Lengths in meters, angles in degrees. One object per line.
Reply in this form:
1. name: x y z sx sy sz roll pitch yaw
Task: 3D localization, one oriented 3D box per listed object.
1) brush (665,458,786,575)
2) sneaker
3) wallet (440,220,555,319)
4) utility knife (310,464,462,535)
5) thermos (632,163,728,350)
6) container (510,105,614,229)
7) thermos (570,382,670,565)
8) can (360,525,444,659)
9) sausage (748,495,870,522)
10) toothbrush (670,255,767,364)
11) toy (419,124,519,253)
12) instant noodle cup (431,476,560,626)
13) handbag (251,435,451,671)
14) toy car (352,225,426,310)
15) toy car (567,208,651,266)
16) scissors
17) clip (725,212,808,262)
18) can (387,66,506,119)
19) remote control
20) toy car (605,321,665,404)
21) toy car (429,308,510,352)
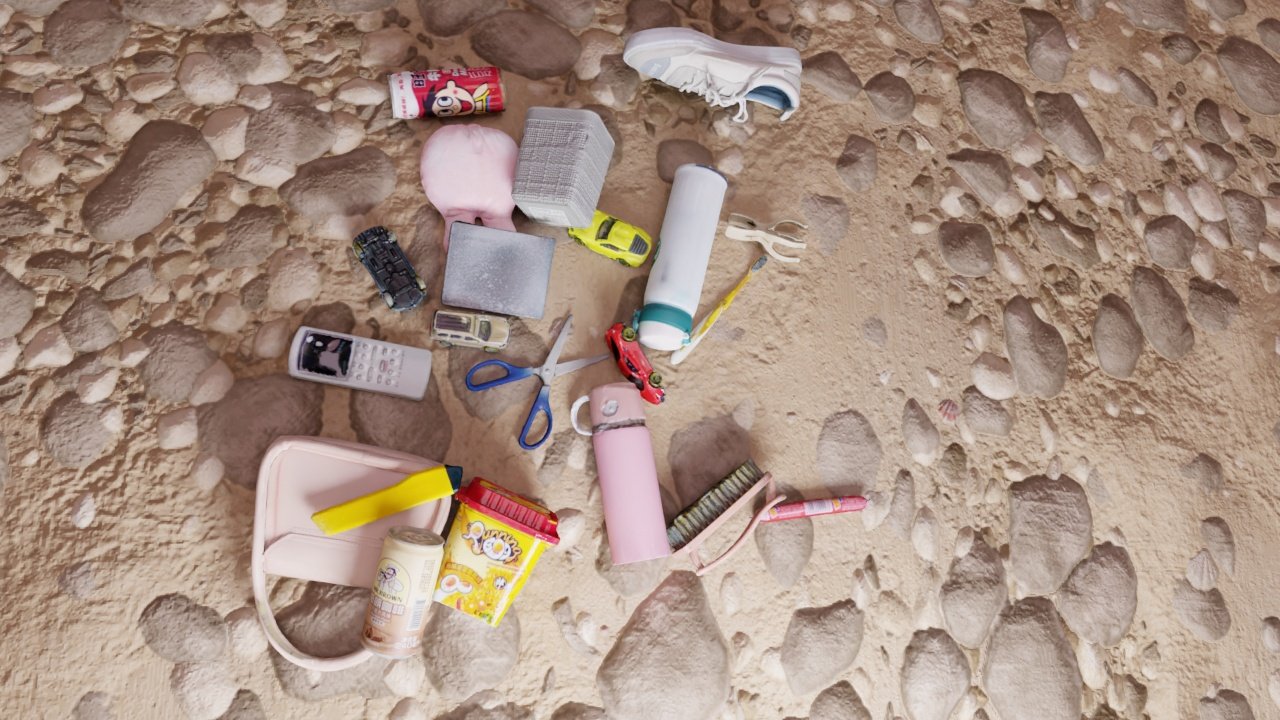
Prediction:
1. brush: 0.098 0.175 1.042 0.145 0.063 0.073 -37 81 -21
2. sneaker: 0.093 -0.353 1.157 0.242 0.090 0.090 2 81 -19
3. wallet: -0.163 -0.103 1.053 0.120 0.019 0.097 8 92 -15
4. utility knife: -0.248 0.136 0.907 0.153 0.015 0.033 -18 89 -9
5. thermos: 0.046 -0.122 1.098 0.073 0.073 0.224 17 74 -9
6. container: -0.092 -0.221 1.067 0.090 0.090 0.114 8 77 17
7. thermos: -0.025 0.127 1.027 0.087 0.067 0.198 -13 80 12
8. can: -0.231 0.225 0.892 0.058 0.058 0.116 14 94 -10
9. sausage: 0.202 0.175 1.088 0.155 0.020 0.020 -5 78 -13
10. toothbrush: 0.098 -0.064 1.121 0.016 0.018 0.191 42 71 1
11. toy: -0.193 -0.195 1.067 0.121 0.054 0.159 -4 90 -14
12. instant noodle cup: -0.157 0.199 0.958 0.116 0.116 0.123 26 84 -6
13. handbag: -0.307 0.201 0.941 0.193 0.093 0.234 12 83 -10
14. toy car: -0.282 -0.102 1.035 0.048 0.031 0.105 -31 84 -17
15. toy car: -0.036 -0.151 1.104 0.105 0.032 0.048 24 73 -5
16. scissors: -0.118 0.022 1.055 0.175 0.012 0.162 3 75 -13
17. clip: 0.159 -0.147 1.136 0.104 0.035 0.083 2 53 -13
18. can: -0.229 -0.317 1.086 0.132 0.053 0.053 -8 79 -15
19. remote control: -0.308 0.003 1.010 0.150 0.021 0.058 11 75 -11
20. toy car: -0.006 0.006 1.064 0.031 0.049 0.106 -31 86 -17
21. toy car: -0.192 -0.036 1.039 0.090 0.035 0.042 8 76 -14
